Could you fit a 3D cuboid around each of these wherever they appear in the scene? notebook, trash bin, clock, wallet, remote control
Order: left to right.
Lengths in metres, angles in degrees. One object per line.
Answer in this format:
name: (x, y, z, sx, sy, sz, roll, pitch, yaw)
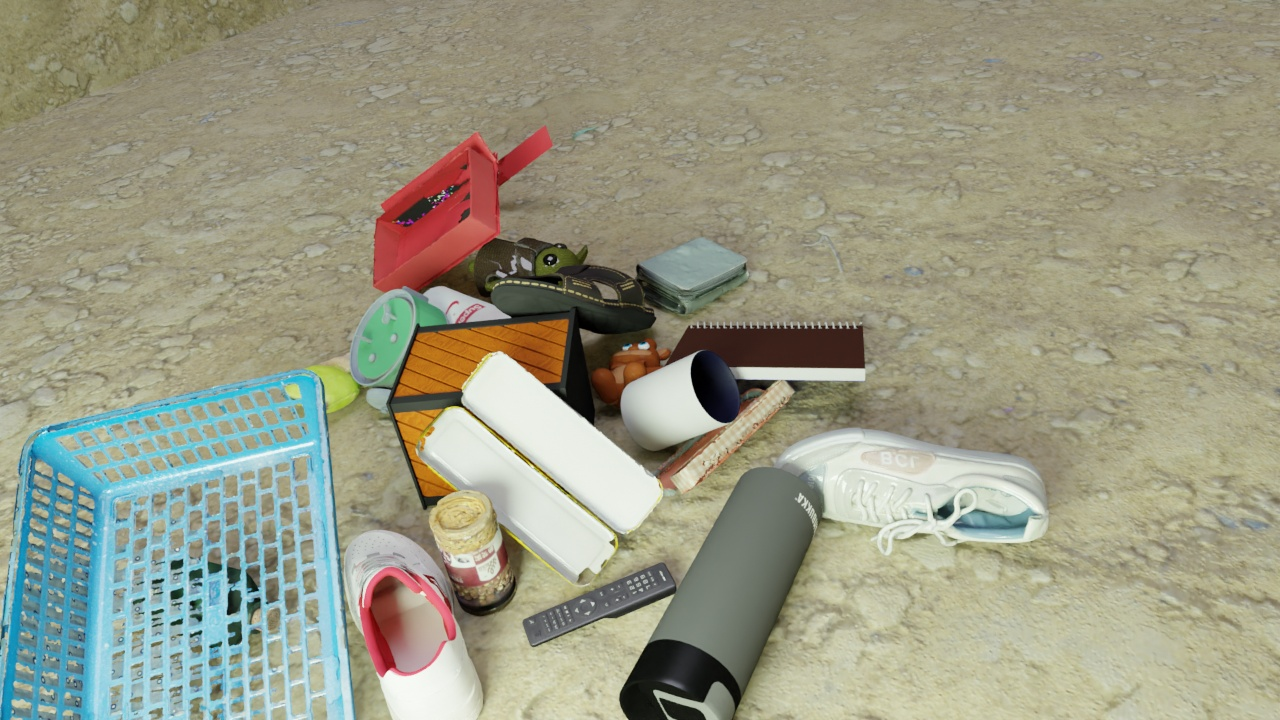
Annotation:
clock: (-0.286, -0.005, 1.084, 0.122, 0.075, 0.161, -37, 49, 22)
trash bin: (-0.146, 0.049, 0.955, 0.172, 0.140, 0.139, -5, 35, 5)
remote control: (-0.035, 0.216, 0.805, 0.136, 0.015, 0.032, -20, 37, -11)
wallet: (0.070, -0.114, 1.219, 0.131, 0.054, 0.100, -31, 50, -31)
notebook: (0.146, -0.013, 1.042, 0.209, 0.022, 0.171, 1, 18, 13)

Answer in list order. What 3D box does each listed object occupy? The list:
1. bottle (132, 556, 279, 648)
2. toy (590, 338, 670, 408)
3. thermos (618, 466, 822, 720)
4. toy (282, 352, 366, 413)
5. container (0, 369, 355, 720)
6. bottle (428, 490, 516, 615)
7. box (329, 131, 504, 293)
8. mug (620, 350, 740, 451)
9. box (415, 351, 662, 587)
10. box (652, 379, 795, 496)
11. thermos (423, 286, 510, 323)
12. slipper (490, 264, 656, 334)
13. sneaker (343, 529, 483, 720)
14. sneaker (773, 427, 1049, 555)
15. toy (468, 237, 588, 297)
bottle: (-0.385, 0.222, 0.832, 0.131, 0.061, 0.061, 7, 40, 21)
toy: (-0.006, 0.006, 1.055, 0.095, 0.065, 0.127, -4, 29, 20)
thermos: (0.073, 0.196, 0.753, 0.082, 0.082, 0.239, 11, 40, 25)
toy: (-0.374, 0.024, 1.123, 0.092, 0.046, 0.115, 10, 32, 23)
container: (-0.362, 0.199, 0.746, 0.257, 0.089, 0.361, -13, 58, -7)
bottle: (-0.147, 0.171, 0.814, 0.056, 0.105, 0.056, -6, 35, 4)
box: (-0.288, -0.192, 1.274, 0.215, 0.153, 0.164, -28, 7, 27)
mug: (0.052, 0.043, 0.957, 0.097, 0.078, 0.111, -25, -19, 37)
box: (-0.093, 0.099, 0.841, 0.209, 0.036, 0.129, 39, 85, 2)
box: (0.088, 0.078, 0.953, 0.186, 0.083, 0.042, -37, 88, -36)
thermos: (-0.194, -0.027, 1.123, 0.099, 0.099, 0.221, -33, 37, -31)
slipper: (-0.069, -0.077, 1.063, 0.113, 0.075, 0.267, -8, -8, 30)
sneaker: (-0.208, 0.203, 0.783, 0.090, 0.104, 0.236, -20, 36, -16)
sneaker: (0.236, 0.119, 0.814, 0.242, 0.090, 0.090, 4, 22, 11)
toy: (-0.157, -0.127, 1.259, 0.153, 0.078, 0.178, 5, 35, 18)
